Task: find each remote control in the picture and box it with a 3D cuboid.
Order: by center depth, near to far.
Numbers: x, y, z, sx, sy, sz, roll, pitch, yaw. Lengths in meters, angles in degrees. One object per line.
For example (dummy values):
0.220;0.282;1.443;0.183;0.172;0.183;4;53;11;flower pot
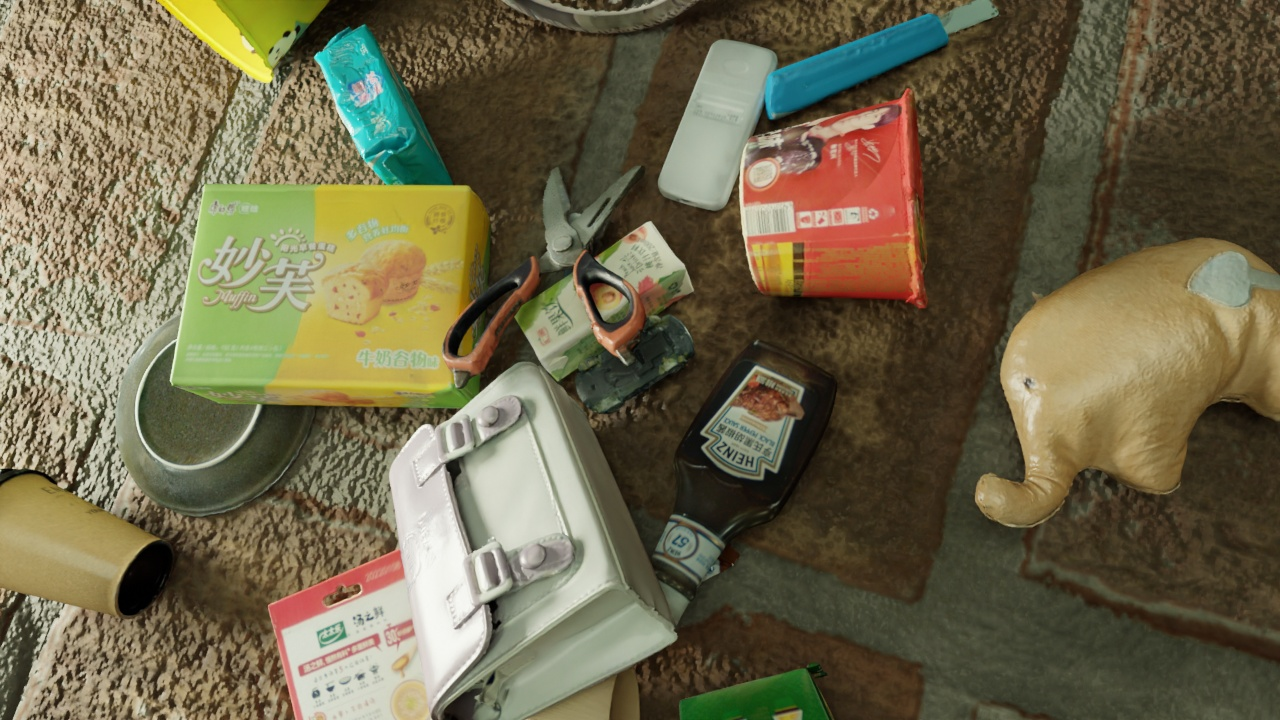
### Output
0.060;-0.180;0.699;0.056;0.020;0.135;18;79;16;remote control

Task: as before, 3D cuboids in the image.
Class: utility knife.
0.179;-0.228;0.682;0.187;0.018;0.034;-22;116;1;utility knife

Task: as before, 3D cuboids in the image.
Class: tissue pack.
-0.198;-0.184;0.718;0.050;0.093;0.133;-28;71;-1;tissue pack

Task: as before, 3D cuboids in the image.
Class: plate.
-0.343;0.032;0.727;0.179;0.024;0.179;-3;74;12;plate

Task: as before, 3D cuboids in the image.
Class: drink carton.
-0.027;-0.042;0.667;0.122;0.045;0.053;-35;60;0;drink carton

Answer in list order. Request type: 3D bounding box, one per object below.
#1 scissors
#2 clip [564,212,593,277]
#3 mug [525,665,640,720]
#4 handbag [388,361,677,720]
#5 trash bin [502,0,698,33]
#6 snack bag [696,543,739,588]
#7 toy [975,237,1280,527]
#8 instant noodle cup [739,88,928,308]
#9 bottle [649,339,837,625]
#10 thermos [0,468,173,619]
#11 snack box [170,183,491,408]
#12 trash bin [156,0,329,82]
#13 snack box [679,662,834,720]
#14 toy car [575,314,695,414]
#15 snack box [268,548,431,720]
-0.059;-0.063;0.644;0.189;0.015;0.226;-26;48;-3;scissors
-0.046;-0.083;0.699;0.024;0.026;0.056;-2;87;14;clip
-0.057;0.250;0.585;0.104;0.084;0.125;-2;101;13;mug
-0.082;0.113;0.576;0.145;0.098;0.197;-37;42;8;handbag
-0.030;-0.400;0.691;0.228;0.228;0.191;3;63;13;trash bin
0.017;0.153;0.615;0.105;0.026;0.045;-45;64;-5;snack bag
0.291;0.013;0.567;0.226;0.082;0.143;-32;63;5;toy
0.130;-0.103;0.608;0.109;0.138;0.137;-3;74;20;instant noodle cup
0.056;0.081;0.601;0.080;0.044;0.194;28;73;18;bottle
-0.432;0.140;0.687;0.143;0.093;0.093;16;79;8;thermos
-0.225;-0.047;0.685;0.210;0.070;0.157;1;76;4;snack box
-0.305;-0.401;0.739;0.229;0.230;0.255;36;80;18;trash bin
0.075;0.247;0.541;0.117;0.118;0.105;-17;60;6;snack box
-0.004;0.004;0.656;0.090;0.034;0.043;-34;74;4;toy car
-0.183;0.209;0.634;0.113;0.044;0.127;-23;73;6;snack box
